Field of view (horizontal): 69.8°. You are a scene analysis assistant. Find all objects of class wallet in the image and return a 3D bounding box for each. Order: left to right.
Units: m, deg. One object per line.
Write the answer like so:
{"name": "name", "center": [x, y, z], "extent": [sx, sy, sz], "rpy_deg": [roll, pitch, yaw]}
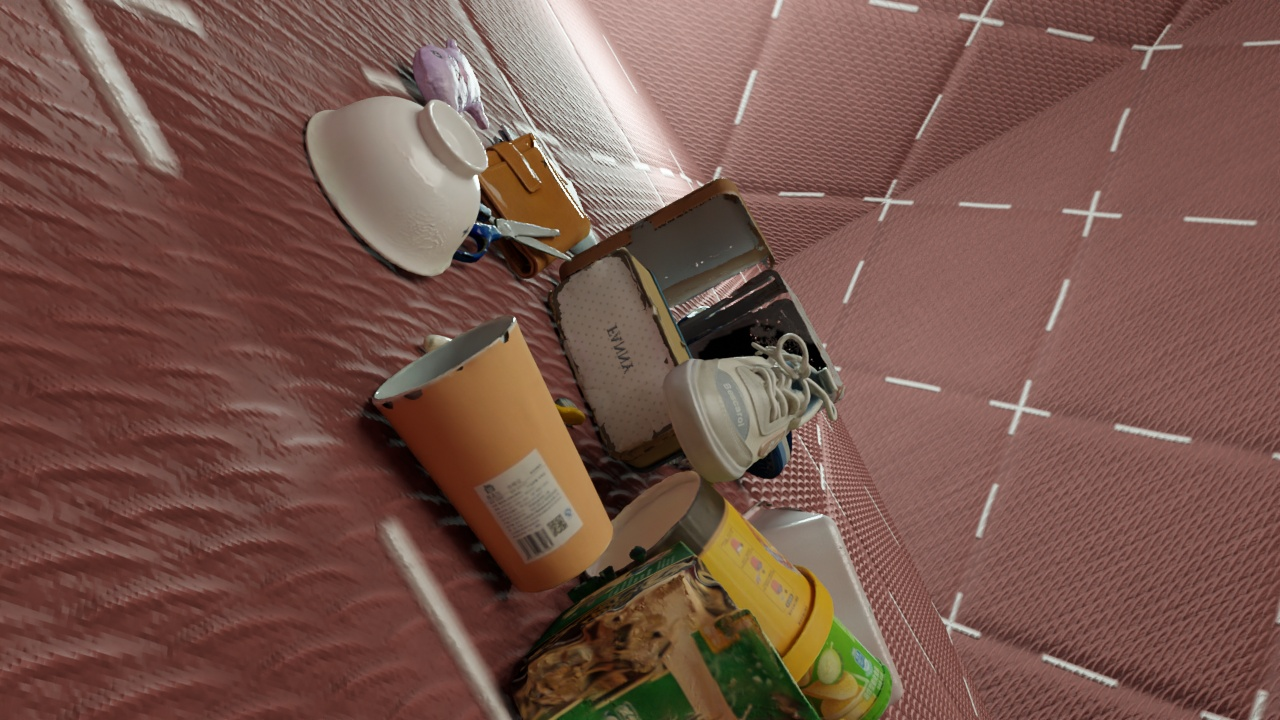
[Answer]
{"name": "wallet", "center": [-0.096, -0.133, 0.775], "extent": [0.108, 0.031, 0.131], "rpy_deg": [57, 26, -10]}
{"name": "wallet", "center": [-0.089, -0.166, 0.903], "extent": [0.129, 0.037, 0.106], "rpy_deg": [35, 30, -59]}

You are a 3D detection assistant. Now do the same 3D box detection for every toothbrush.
{"name": "toothbrush", "center": [-0.082, 0.014, 0.592], "extent": [0.018, 0.016, 0.191], "rpy_deg": [55, 9, 28]}

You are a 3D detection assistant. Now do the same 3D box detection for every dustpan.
{"name": "dustpan", "center": [0.123, 0.242, 0.841], "extent": [0.274, 0.138, 0.222], "rpy_deg": [112, -43, -73]}

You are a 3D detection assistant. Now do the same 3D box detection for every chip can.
{"name": "chip can", "center": [0.093, 0.183, 0.674], "extent": [0.221, 0.073, 0.072], "rpy_deg": [47, 15, -8]}

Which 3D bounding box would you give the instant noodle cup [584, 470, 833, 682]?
{"name": "instant noodle cup", "center": [0.036, 0.140, 0.561], "extent": [0.114, 0.119, 0.118], "rpy_deg": [49, 15, -11]}

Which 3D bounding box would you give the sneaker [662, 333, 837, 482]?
{"name": "sneaker", "center": [0.093, 0.031, 0.683], "extent": [0.241, 0.091, 0.089], "rpy_deg": [-2, 71, -69]}

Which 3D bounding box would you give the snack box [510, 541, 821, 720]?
{"name": "snack box", "center": [0.013, 0.157, 0.455], "extent": [0.117, 0.118, 0.105], "rpy_deg": [59, 3, -5]}

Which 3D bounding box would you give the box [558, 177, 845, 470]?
{"name": "box", "center": [0.066, -0.013, 0.842], "extent": [0.226, 0.180, 0.156], "rpy_deg": [47, 20, -51]}

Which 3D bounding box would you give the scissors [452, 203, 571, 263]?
{"name": "scissors", "center": [-0.104, -0.092, 0.676], "extent": [0.171, 0.012, 0.140], "rpy_deg": [37, 31, -33]}

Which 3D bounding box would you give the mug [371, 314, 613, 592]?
{"name": "mug", "center": [-0.066, 0.049, 0.454], "extent": [0.123, 0.078, 0.078], "rpy_deg": [61, 13, -15]}

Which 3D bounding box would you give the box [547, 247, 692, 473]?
{"name": "box", "center": [-0.004, 0.004, 0.745], "extent": [0.059, 0.090, 0.184], "rpy_deg": [31, 34, -64]}

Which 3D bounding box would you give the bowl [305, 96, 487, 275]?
{"name": "bowl", "center": [-0.132, -0.117, 0.550], "extent": [0.118, 0.065, 0.118], "rpy_deg": [47, 22, -26]}

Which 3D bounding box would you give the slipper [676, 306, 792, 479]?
{"name": "slipper", "center": [0.123, 0.034, 1.036], "extent": [0.095, 0.105, 0.253], "rpy_deg": [-51, 135, -28]}

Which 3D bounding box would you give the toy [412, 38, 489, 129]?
{"name": "toy", "center": [-0.161, -0.232, 0.772], "extent": [0.108, 0.039, 0.084], "rpy_deg": [-74, 141, -74]}
